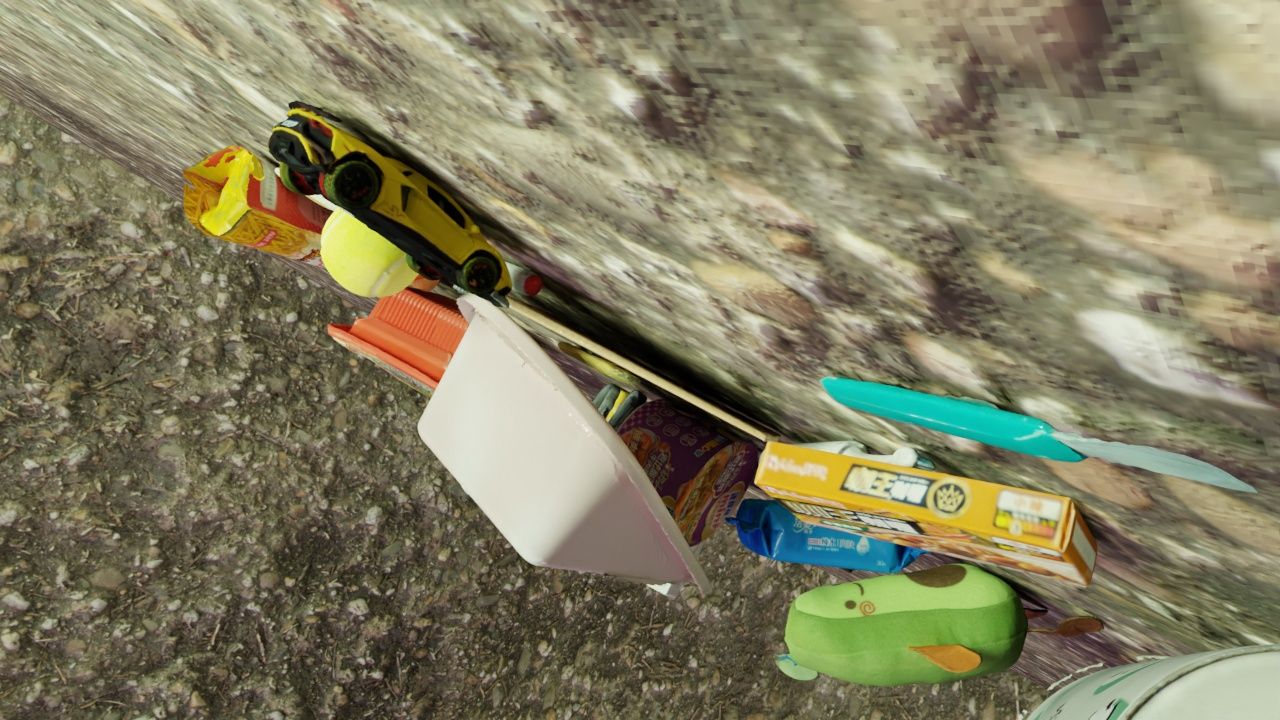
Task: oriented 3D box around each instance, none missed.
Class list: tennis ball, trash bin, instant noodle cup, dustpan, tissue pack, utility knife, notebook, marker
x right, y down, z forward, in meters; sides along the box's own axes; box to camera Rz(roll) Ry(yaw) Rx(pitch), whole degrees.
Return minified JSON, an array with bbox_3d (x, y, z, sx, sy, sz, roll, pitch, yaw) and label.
[{"bbox_3d":[-0.173,-0.074,0.596,0.065,0.065,0.065,29,172,4],"label":"tennis ball"},{"bbox_3d":[0.298,0.250,0.450,0.230,0.229,0.252,26,167,26],"label":"trash bin"},{"bbox_3d":[-0.188,-0.015,0.902,0.164,0.079,0.188,25,-177,17],"label":"instant noodle cup"},{"bbox_3d":[-0.042,0.057,0.697,0.222,0.139,0.273,39,-168,32],"label":"dustpan"},{"bbox_3d":[0.157,0.147,0.783,0.157,0.052,0.095,8,173,-8],"label":"tissue pack"},{"bbox_3d":[-0.032,0.003,0.677,0.031,0.018,0.165,22,-175,-23],"label":"utility knife"},{"bbox_3d":[-0.004,0.004,0.613,0.208,0.008,0.147,28,-179,13],"label":"notebook"},{"bbox_3d":[0.032,0.092,0.808,0.099,0.111,0.111,36,177,30],"label":"instant noodle cup"},{"bbox_3d":[-0.119,-0.069,0.608,0.145,0.017,0.017,24,171,36],"label":"marker"},{"bbox_3d":[0.122,0.022,0.333,0.029,0.013,0.205,34,174,-20],"label":"utility knife"}]

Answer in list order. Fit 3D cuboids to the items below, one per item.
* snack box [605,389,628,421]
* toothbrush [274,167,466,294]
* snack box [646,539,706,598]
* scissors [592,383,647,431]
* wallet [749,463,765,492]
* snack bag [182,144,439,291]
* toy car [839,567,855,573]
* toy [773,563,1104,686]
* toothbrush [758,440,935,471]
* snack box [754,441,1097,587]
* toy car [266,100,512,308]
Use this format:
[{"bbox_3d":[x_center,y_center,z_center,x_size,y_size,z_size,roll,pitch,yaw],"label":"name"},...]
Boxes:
[{"bbox_3d":[-0.022,0.087,1.001,0.034,0.087,0.140,28,172,13],"label":"snack box"},{"bbox_3d":[-0.202,-0.098,0.717,0.191,0.018,0.016,30,171,-5],"label":"toothbrush"},{"bbox_3d":[0.033,0.140,0.889,0.085,0.156,0.027,23,171,34],"label":"snack box"},{"bbox_3d":[-0.052,0.089,0.892,0.014,0.174,0.160,36,127,-23],"label":"scissors"},{"bbox_3d":[0.130,0.121,0.932,0.122,0.020,0.096,22,170,29],"label":"wallet"},{"bbox_3d":[-0.280,-0.111,0.792,0.129,0.073,0.207,25,179,28],"label":"snack bag"},{"bbox_3d":[0.178,0.162,0.874,0.122,0.056,0.037,33,170,-36],"label":"toy car"},{"bbox_3d":[0.233,0.216,0.754,0.247,0.090,0.227,-6,177,-2],"label":"toy"},{"bbox_3d":[0.117,0.061,0.555,0.026,0.026,0.221,17,171,-8],"label":"toothbrush"},{"bbox_3d":[0.141,0.076,0.462,0.154,0.026,0.075,8,160,37],"label":"snack box"},{"bbox_3d":[-0.126,-0.077,0.487,0.071,0.041,0.156,21,167,46],"label":"toy car"}]
